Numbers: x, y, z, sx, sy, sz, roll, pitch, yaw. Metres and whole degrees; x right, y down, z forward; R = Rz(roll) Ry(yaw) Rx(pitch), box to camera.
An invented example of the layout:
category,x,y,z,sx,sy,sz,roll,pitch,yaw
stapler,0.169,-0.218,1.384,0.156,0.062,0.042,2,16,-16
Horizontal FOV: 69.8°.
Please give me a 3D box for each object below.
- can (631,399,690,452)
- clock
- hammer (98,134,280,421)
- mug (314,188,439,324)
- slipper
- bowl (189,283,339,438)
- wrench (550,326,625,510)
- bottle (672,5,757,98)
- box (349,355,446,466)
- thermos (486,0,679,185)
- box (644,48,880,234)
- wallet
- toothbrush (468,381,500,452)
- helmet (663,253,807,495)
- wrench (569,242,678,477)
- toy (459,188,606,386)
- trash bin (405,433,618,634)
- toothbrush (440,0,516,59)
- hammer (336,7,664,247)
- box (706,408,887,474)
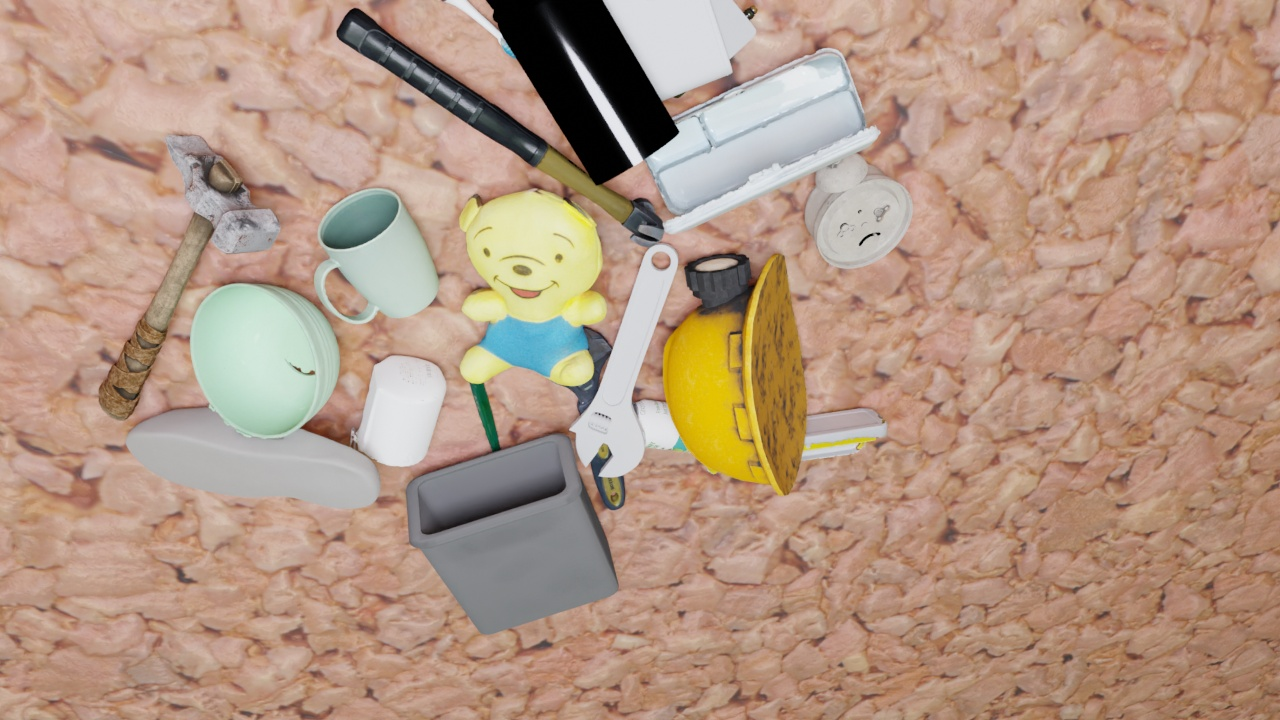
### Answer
category,x,y,z,sx,sy,sz,roll,pitch,yaw
can,0.036,0.077,1.061,0.101,0.055,0.055,8,122,-19
clock,0.210,-0.166,0.930,0.103,0.061,0.157,-29,133,5
hammer,-0.438,-0.057,0.846,0.320,0.121,0.048,-48,166,29
mug,-0.249,-0.085,0.854,0.111,0.084,0.104,-46,141,-20
slipper,-0.387,0.087,0.948,0.266,0.080,0.113,5,142,11
bowl,-0.348,-0.006,0.883,0.151,0.076,0.151,6,106,21
wrench,-0.051,0.071,1.058,0.073,0.022,0.274,-18,126,-8
bottle,0.064,-0.282,0.834,0.106,0.025,0.025,-40,124,15
box,-0.267,0.074,0.979,0.092,0.083,0.166,3,126,-27
thermos,-0.055,-0.254,0.764,0.086,0.086,0.198,-31,106,9
box,0.106,-0.182,0.823,0.215,0.126,0.106,-22,118,18
wallet,0.035,-0.296,0.794,0.115,0.037,0.118,-19,114,9
toothbrush,-0.169,0.091,1.047,0.016,0.017,0.190,-12,127,-3
helmet,0.091,0.018,0.971,0.131,0.204,0.256,-1,113,22
wrench,-0.006,0.006,0.987,0.087,0.018,0.274,21,111,0
toy,-0.106,-0.073,0.901,0.149,0.083,0.214,5,124,6
trash bin,-0.141,0.208,1.070,0.192,0.097,0.220,-17,136,-1
toothbrush,-0.181,-0.323,0.746,0.027,0.026,0.222,-36,125,27
hammer,-0.111,-0.197,0.811,0.333,0.117,0.025,31,108,-24
box,0.186,0.096,1.113,0.210,0.057,0.117,-8,164,-9
